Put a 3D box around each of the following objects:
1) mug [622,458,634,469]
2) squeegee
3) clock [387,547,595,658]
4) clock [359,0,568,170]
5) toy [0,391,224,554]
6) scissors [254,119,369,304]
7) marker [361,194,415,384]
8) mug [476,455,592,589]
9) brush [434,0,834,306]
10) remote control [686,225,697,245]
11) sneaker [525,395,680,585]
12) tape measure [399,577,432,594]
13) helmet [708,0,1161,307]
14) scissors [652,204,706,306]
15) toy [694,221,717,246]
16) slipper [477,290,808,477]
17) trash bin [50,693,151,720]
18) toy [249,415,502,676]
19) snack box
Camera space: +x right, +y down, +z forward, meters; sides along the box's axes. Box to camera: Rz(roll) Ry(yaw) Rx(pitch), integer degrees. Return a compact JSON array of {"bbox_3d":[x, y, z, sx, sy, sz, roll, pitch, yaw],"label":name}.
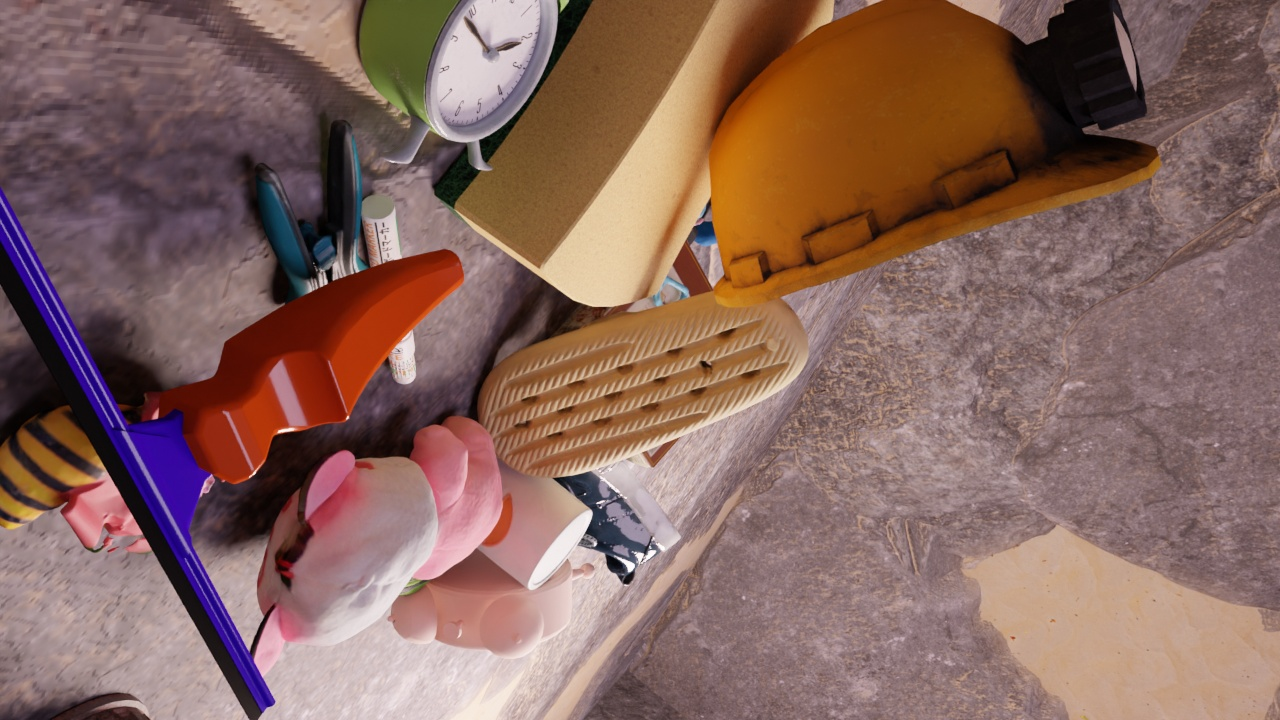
[{"bbox_3d":[-0.060,0.104,0.919,0.097,0.078,0.112,-54,-167,-1],"label":"mug"},{"bbox_3d":[-0.142,0.002,0.388,0.184,0.055,0.250,-45,139,-42],"label":"squeegee"},{"bbox_3d":[-0.125,0.190,0.791,0.160,0.131,0.086,-40,132,-68],"label":"clock"},{"bbox_3d":[-0.072,-0.143,0.385,0.119,0.042,0.094,-59,165,19],"label":"clock"},{"bbox_3d":[-0.209,0.044,0.379,0.084,0.046,0.103,-49,159,11],"label":"toy"},{"bbox_3d":[-0.147,-0.046,0.417,0.131,0.019,0.149,-55,167,12],"label":"scissors"},{"bbox_3d":[-0.133,-0.032,0.491,0.017,0.017,0.146,-45,162,-30],"label":"marker"},{"bbox_3d":[-0.104,0.121,0.742,0.082,0.105,0.082,-49,164,-20],"label":"mug"},{"bbox_3d":[0.009,-0.156,0.538,0.250,0.075,0.194,-57,165,11],"label":"brush"},{"bbox_3d":[0.028,-0.126,0.779,0.033,0.015,0.147,-54,165,-2],"label":"remote control"},{"bbox_3d":[-0.049,0.116,0.816,0.087,0.089,0.235,-39,125,-5],"label":"sneaker"},{"bbox_3d":[-0.179,0.151,0.718,0.065,0.036,0.059,-46,154,-18],"label":"tape measure"},{"bbox_3d":[0.137,-0.132,0.523,0.256,0.131,0.204,-15,-167,36],"label":"helmet"},{"bbox_3d":[0.005,-0.076,0.722,0.138,0.015,0.120,-29,127,-28],"label":"scissors"},{"bbox_3d":[0.113,-0.174,0.841,0.176,0.071,0.112,-59,175,15],"label":"toy"},{"bbox_3d":[-0.004,0.004,0.670,0.262,0.111,0.079,-20,-151,25],"label":"slipper"},{"bbox_3d":[-0.247,0.292,0.476,0.130,0.211,0.131,-49,164,-19],"label":"trash bin"},{"bbox_3d":[-0.162,0.107,0.579,0.142,0.084,0.213,-57,168,9],"label":"toy"},{"bbox_3d":[0.012,-0.009,0.783,0.146,0.041,0.143,-47,124,-23],"label":"snack box"}]
